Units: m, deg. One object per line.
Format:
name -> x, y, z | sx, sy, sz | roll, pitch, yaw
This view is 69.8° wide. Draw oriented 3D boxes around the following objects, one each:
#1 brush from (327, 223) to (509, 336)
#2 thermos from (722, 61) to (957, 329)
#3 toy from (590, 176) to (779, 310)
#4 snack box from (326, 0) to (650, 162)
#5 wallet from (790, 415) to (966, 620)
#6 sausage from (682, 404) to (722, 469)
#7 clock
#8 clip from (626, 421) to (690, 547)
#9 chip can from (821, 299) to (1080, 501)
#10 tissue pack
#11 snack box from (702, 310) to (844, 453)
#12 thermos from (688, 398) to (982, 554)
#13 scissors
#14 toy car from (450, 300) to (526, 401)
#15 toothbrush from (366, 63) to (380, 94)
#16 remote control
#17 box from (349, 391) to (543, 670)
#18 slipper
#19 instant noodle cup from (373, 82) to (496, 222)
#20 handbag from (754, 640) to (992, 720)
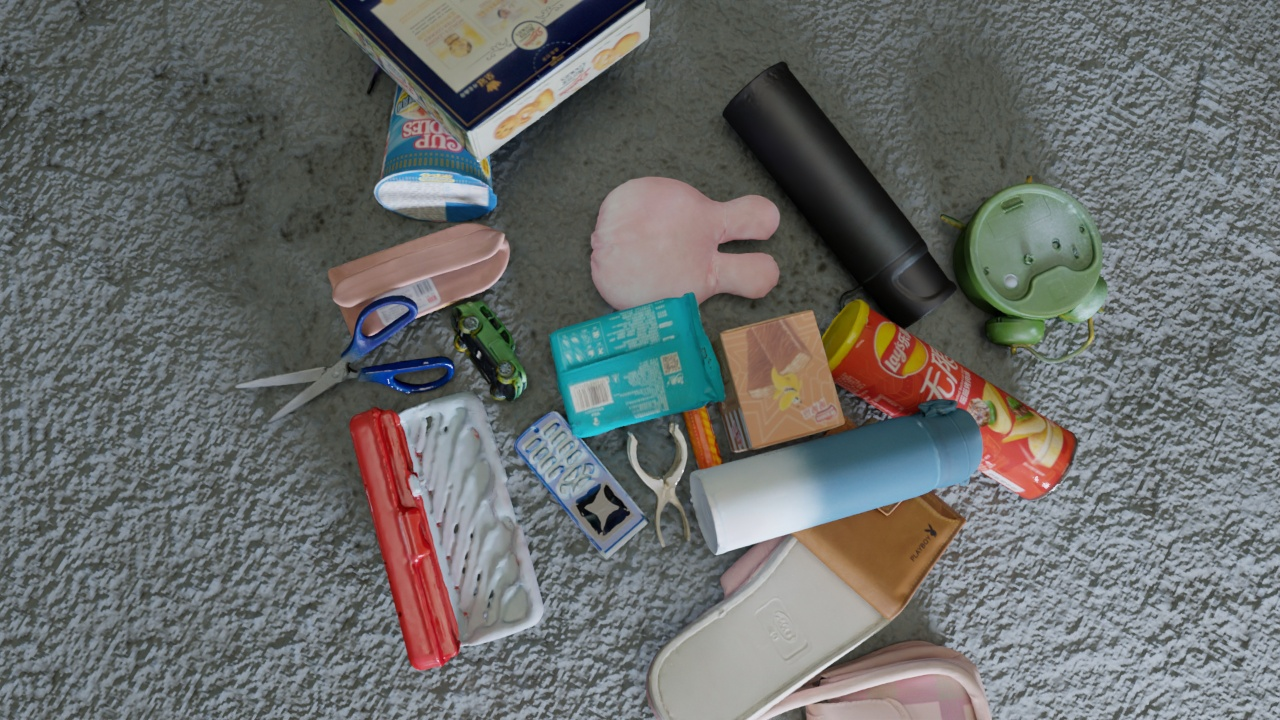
brush -> -0.176, -0.070, 0.749 | 0.145, 0.073, 0.063 | -22, 84, -8
thermos -> 0.162, -0.131, 0.785 | 0.090, 0.068, 0.242 | -37, 87, 14
toy -> 0.037, -0.094, 0.774 | 0.159, 0.054, 0.121 | 2, 90, 1
snack box -> -0.119, -0.272, 0.722 | 0.177, 0.046, 0.182 | -41, 74, -14
wallet -> 0.182, 0.119, 0.735 | 0.130, 0.035, 0.119 | 41, 73, 8
sausage -> 0.051, 0.061, 0.774 | 0.021, 0.021, 0.165 | -15, 85, -6
clock -> 0.337, -0.075, 0.794 | 0.116, 0.056, 0.161 | -24, 85, -6
clip -> 0.005, 0.101, 0.762 | 0.086, 0.035, 0.104 | 8, 90, -7
chip can -> 0.251, 0.034, 0.761 | 0.216, 0.073, 0.073 | 32, 82, -3
tissue pack -> -0.004, 0.004, 0.742 | 0.134, 0.050, 0.093 | -15, 85, 19
snack box -> 0.106, 0.020, 0.747 | 0.077, 0.093, 0.094 | -14, 84, -6
thermos -> 0.149, 0.085, 0.691 | 0.220, 0.070, 0.070 | -15, 84, -9
scissors -> -0.230, 0.008, 0.743 | 0.162, 0.012, 0.163 | 21, 122, -30
toy car -> -0.124, -0.008, 0.758 | 0.036, 0.043, 0.091 | -28, 77, -30
toothbrush -> -0.204, -0.318, 0.806 | 0.016, 0.014, 0.189 | 20, 82, -14
remote control -> -0.050, 0.102, 0.761 | 0.049, 0.024, 0.125 | -39, 86, -7
box -> -0.150, 0.126, 0.715 | 0.100, 0.095, 0.201 | -17, 83, -4
slipper -> 0.121, 0.201, 0.740 | 0.274, 0.054, 0.114 | -36, 77, -17
instant noodle cup -> -0.167, -0.183, 0.757 | 0.099, 0.099, 0.109 | -1, 76, -4
handbag -> 0.166, 0.336, 0.727 | 0.234, 0.093, 0.193 | -8, 83, 3
